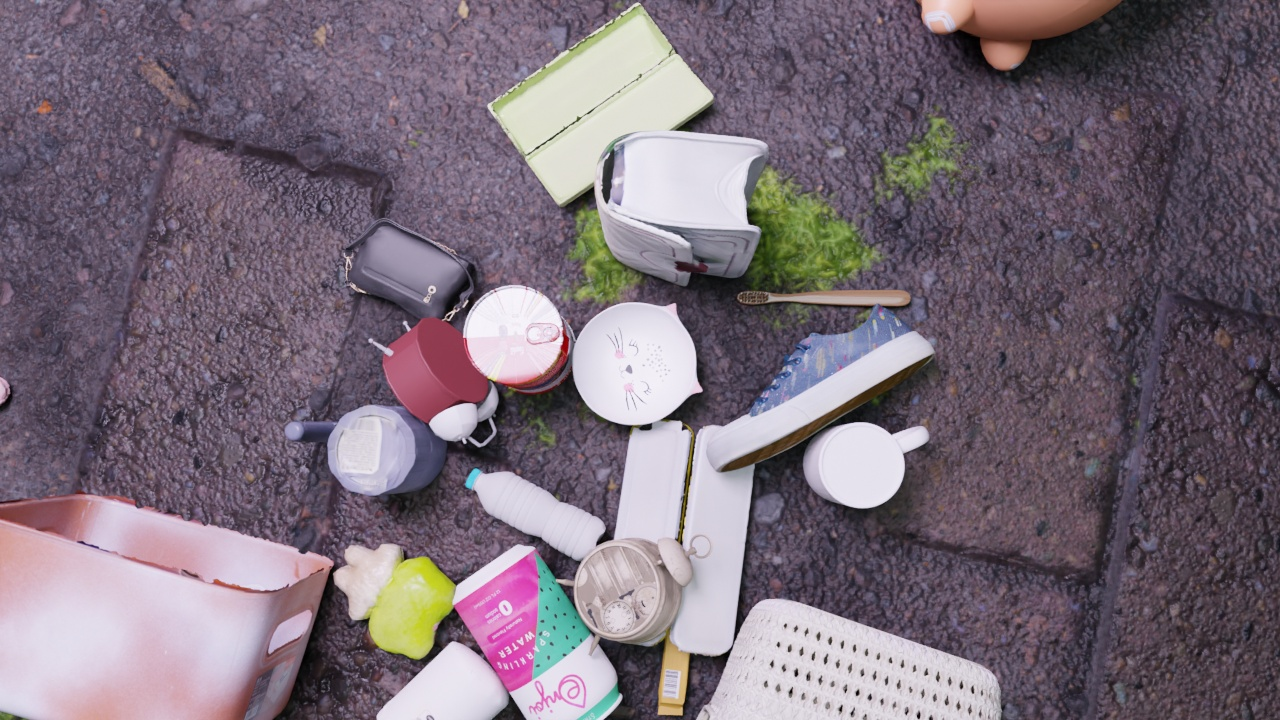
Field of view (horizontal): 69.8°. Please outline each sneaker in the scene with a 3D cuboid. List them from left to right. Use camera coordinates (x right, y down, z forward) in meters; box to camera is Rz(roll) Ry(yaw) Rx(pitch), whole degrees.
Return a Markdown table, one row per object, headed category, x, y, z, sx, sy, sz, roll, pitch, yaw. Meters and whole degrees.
| category | x | y | z | sx | sy | sz | roll | pitch | yaw |
| --- | --- | --- | --- | --- | --- | --- | --- | --- | --- |
| sneaker | 0.155 | 0.020 | 0.842 | 0.235 | 0.087 | 0.079 | -28 | 72 | -11 |

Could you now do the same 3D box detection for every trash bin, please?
| category | x | y | z | sx | sy | sz | roll | pitch | yaw |
| --- | --- | --- | --- | --- | --- | --- | --- | --- | --- |
| trash bin | -0.432 | 0.224 | 0.797 | 0.260 | 0.181 | 0.157 | 16 | 87 | 2 |

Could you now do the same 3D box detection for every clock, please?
| category | x | y | z | sx | sy | sz | roll | pitch | yaw |
| --- | --- | --- | --- | --- | --- | --- | --- | --- | --- |
| clock | -0.182 | 0.020 | 0.846 | 0.048 | 0.096 | 0.137 | -33 | 96 | 19 |
| clock | 0.001 | 0.191 | 0.801 | 0.141 | 0.054 | 0.093 | -32 | 68 | 11 |

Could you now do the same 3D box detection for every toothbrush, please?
| category | x | y | z | sx | sy | sz | roll | pitch | yaw |
| --- | --- | --- | --- | --- | --- | --- | --- | --- | --- |
| toothbrush | 0.177 | -0.061 | 0.887 | 0.167 | 0.016 | 0.016 | 1 | 83 | 1 |

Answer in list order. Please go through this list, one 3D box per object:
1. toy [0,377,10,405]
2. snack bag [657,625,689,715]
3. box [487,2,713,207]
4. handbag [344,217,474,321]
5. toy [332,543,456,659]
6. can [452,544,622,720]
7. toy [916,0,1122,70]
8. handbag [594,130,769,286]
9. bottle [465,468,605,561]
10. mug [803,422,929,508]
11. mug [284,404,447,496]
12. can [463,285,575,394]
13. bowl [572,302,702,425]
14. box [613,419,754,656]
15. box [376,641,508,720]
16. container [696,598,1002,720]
| category | x | y | z | sx | sy | sz | roll | pitch | yaw |
| --- | --- | --- | --- | --- | --- | --- | --- | --- | --- |
| toy | -0.674 | 0.023 | 0.889 | 0.105 | 0.053 | 0.108 | 39 | 86 | -6 |
| snack bag | 0.033 | 0.279 | 0.855 | 0.026 | 0.020 | 0.099 | 5 | 84 | 2 |
| box | -0.039 | -0.250 | 0.904 | 0.187 | 0.030 | 0.138 | -36 | 79 | -2 |
| handbag | -0.225 | -0.084 | 0.883 | 0.128 | 0.054 | 0.079 | 25 | 91 | 0 |
| toy | -0.233 | 0.219 | 0.859 | 0.118 | 0.043 | 0.092 | 29 | 88 | 7 |
| can | -0.093 | 0.254 | 0.827 | 0.088 | 0.088 | 0.166 | -34 | 84 | -2 |
| toy | 0.336 | -0.411 | 0.801 | 0.266 | 0.262 | 0.281 | 28 | 108 | 44 |
| handbag | 0.032 | -0.127 | 0.807 | 0.142 | 0.198 | 0.096 | 4 | 86 | 3 |
| bottle | -0.100 | 0.141 | 0.861 | 0.136 | 0.044 | 0.044 | 27 | 86 | 4 |
| mug | 0.208 | 0.087 | 0.833 | 0.110 | 0.090 | 0.073 | -24 | 84 | -1 |
| mug | -0.250 | 0.077 | 0.842 | 0.124 | 0.104 | 0.083 | 14 | 86 | 3 |
| can | -0.107 | -0.016 | 0.840 | 0.086 | 0.116 | 0.086 | 0 | 84 | 2 |
| bowl | -0.005 | 0.005 | 0.868 | 0.115 | 0.050 | 0.114 | 0 | 84 | 2 |
| box | 0.038 | 0.161 | 0.850 | 0.128 | 0.045 | 0.209 | 9 | 77 | 0 |
| box | -0.197 | 0.335 | 0.830 | 0.165 | 0.095 | 0.084 | -41 | 88 | -11 |
| container | 0.178 | 0.299 | 0.774 | 0.251 | 0.185 | 0.143 | 18 | 76 | 4 |
